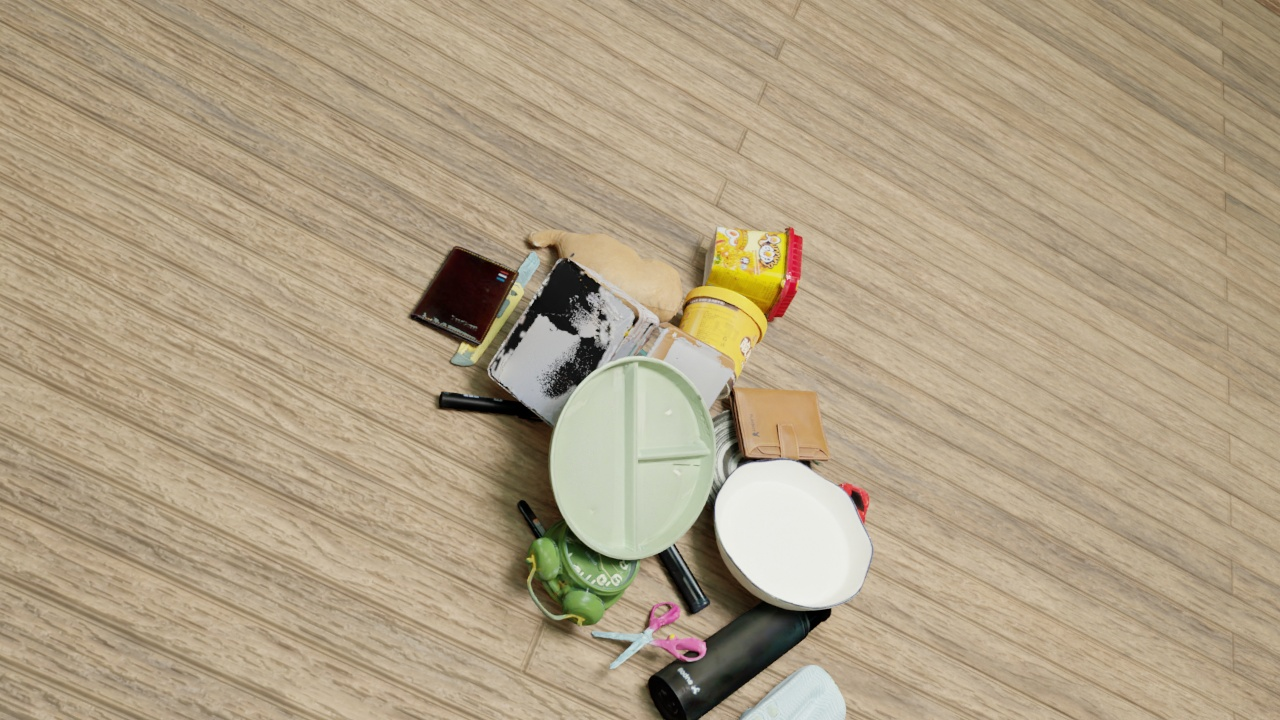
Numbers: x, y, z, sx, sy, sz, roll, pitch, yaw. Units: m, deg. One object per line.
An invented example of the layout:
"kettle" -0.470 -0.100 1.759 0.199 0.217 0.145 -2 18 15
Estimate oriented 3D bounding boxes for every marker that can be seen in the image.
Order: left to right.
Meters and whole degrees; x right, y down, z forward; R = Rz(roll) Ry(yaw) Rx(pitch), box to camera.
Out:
"marker" -0.181 0.057 1.127 0.132 0.020 0.022 9 77 -20
"marker" -0.110 0.217 1.078 0.124 0.015 0.018 55 28 12

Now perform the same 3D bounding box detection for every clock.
"clock" -0.066 0.234 1.043 0.116 0.056 0.160 49 43 5

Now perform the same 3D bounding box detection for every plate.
"plate" -0.008 0.110 1.046 0.229 0.028 0.230 1 89 -35
"plate" 0.147 0.150 1.214 0.179 0.024 0.179 10 60 -18
"plate" 0.183 0.216 1.129 0.204 0.046 0.204 10 47 -12

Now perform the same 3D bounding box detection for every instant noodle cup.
"instant noodle cup" 0.095 -0.020 1.228 0.118 0.119 0.114 29 64 -7
"instant noodle cup" 0.157 -0.131 1.316 0.123 0.116 0.116 11 61 -4

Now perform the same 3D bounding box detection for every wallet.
"wallet" -0.223 -0.083 1.174 0.096 0.020 0.122 22 59 2
"wallet" 0.187 0.093 1.231 0.130 0.035 0.119 4 56 -21

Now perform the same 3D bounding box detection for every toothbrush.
"toothbrush" 0.021 0.211 1.128 0.027 0.026 0.212 -26 76 -18

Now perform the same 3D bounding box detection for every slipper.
"slipper" 0.151 0.437 1.044 0.104 0.074 0.244 52 41 9

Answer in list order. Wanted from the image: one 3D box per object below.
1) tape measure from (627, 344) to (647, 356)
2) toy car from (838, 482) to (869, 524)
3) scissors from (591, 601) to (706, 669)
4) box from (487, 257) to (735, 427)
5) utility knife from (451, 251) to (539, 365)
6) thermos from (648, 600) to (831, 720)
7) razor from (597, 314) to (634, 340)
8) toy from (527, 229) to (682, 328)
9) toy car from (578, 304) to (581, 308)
"tape measure" -0.007 0.007 1.220 0.058 0.025 0.054 44 57 2
"toy car" 0.280 0.216 1.232 0.049 0.031 0.106 24 60 -9
"scissors" 0.011 0.314 1.054 0.133 0.017 0.131 3 26 9
"box" -0.031 0.013 1.108 0.271 0.132 0.179 32 98 -10
"utility knife" -0.183 -0.068 1.195 0.031 0.021 0.207 35 52 -9
"thermos" 0.115 0.334 1.089 0.241 0.069 0.090 -25 46 -33
"razor" -0.063 -0.025 1.215 0.132 0.028 0.043 -26 80 -29
"toy" -0.046 -0.122 1.234 0.226 0.083 0.143 26 21 -7
"toy car" -0.115 -0.060 1.204 0.054 0.037 0.120 32 49 -4
